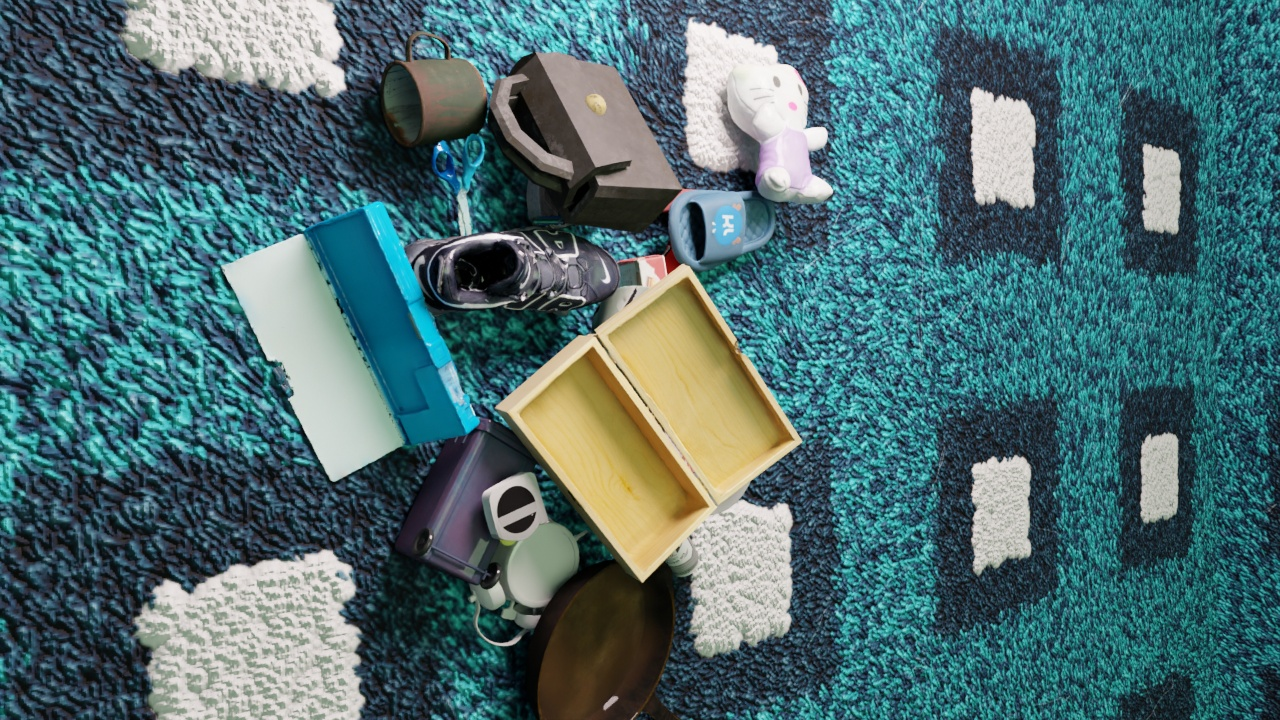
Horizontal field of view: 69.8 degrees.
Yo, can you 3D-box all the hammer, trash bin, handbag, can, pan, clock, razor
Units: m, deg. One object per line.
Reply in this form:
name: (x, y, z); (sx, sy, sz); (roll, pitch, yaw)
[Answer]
hammer: (-0.002, -0.203, 1.148); (0.314, 0.036, 0.126); (-7, 92, -39)
trash bin: (-0.179, 0.144, 0.970); (0.093, 0.092, 0.160); (37, 67, -32)
handbag: (-0.076, -0.247, 0.986); (0.199, 0.103, 0.197); (-8, 64, -45)
can: (0.037, 0.224, 1.172); (0.043, 0.044, 0.106); (-41, 114, -31)
pan: (-0.023, 0.377, 1.102); (0.248, 0.043, 0.356); (-53, 134, -26)
clock: (-0.133, 0.241, 1.031); (0.120, 0.061, 0.159); (40, 71, -35)
razor: (-0.061, -0.165, 1.043); (0.140, 0.044, 0.018); (-29, 118, -52)

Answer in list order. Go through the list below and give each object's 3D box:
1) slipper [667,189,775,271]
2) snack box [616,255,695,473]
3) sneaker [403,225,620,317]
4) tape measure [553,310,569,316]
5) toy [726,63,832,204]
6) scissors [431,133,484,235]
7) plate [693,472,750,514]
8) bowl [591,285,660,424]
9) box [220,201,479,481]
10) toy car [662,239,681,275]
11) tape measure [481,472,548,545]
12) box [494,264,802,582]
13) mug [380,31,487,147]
slipper: (0.113, -0.171, 1.190); (0.213, 0.059, 0.104); (-16, 110, -44)
snack box: (0.018, 0.008, 1.136); (0.044, 0.077, 0.273); (-13, 98, -27)
sneaker: (-0.120, -0.095, 0.956); (0.252, 0.151, 0.097); (-5, 96, -25)
tape measure: (-0.100, -0.091, 1.077); (0.062, 0.020, 0.060); (35, 69, -32)
toy: (0.186, -0.307, 1.240); (0.137, 0.086, 0.209); (2, 69, -35)
scissors: (-0.196, -0.174, 0.979); (0.073, 0.016, 0.134); (-27, 135, -41)
plate: (0.104, 0.123, 1.240); (0.172, 0.019, 0.173); (0, 90, -38)
bowl: (-0.006, 0.006, 1.050); (0.067, 0.175, 0.174); (-32, 110, -48)
box: (-0.280, -0.019, 0.919); (0.167, 0.075, 0.243); (-21, 106, 0)
toy car: (0.038, -0.124, 1.183); (0.038, 0.025, 0.089); (49, 64, -31)
tape measure: (-0.128, 0.153, 0.944); (0.064, 0.017, 0.064); (-21, 99, -40)
box: (0.017, 0.069, 0.996); (0.257, 0.076, 0.247); (-37, 110, -6)
mug: (-0.211, -0.280, 0.941); (0.081, 0.085, 0.111); (-20, 126, -38)
